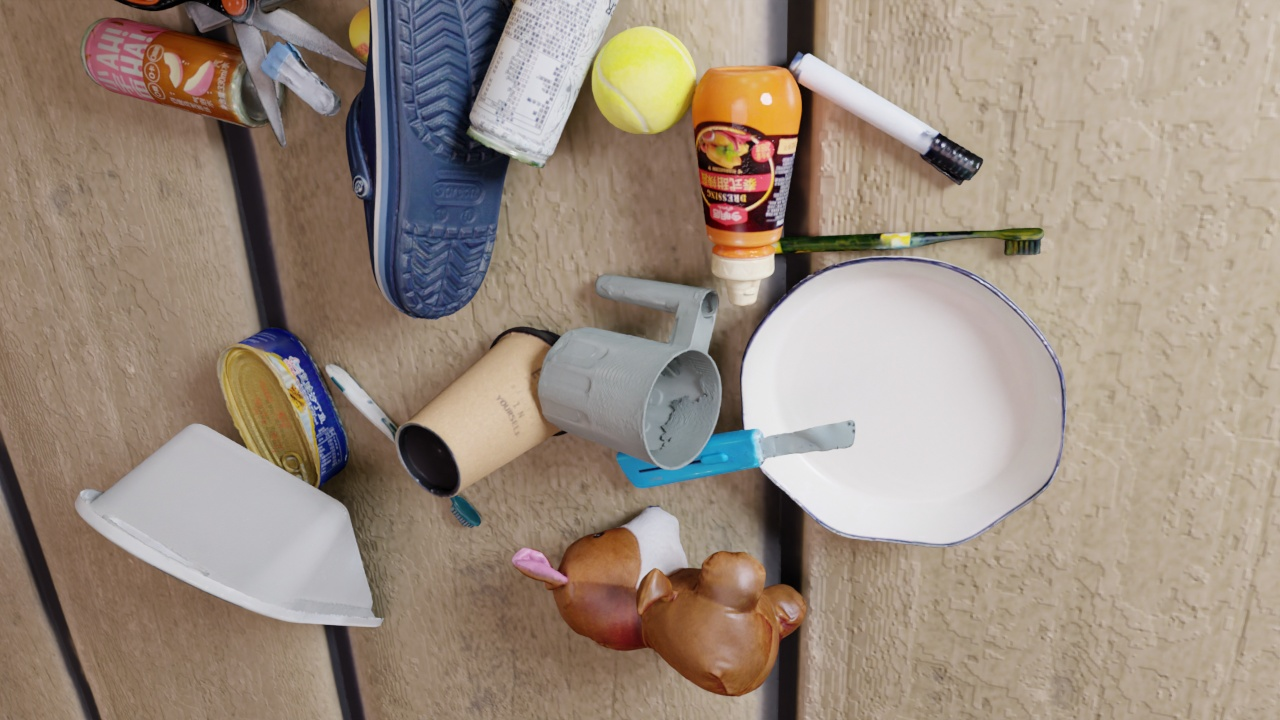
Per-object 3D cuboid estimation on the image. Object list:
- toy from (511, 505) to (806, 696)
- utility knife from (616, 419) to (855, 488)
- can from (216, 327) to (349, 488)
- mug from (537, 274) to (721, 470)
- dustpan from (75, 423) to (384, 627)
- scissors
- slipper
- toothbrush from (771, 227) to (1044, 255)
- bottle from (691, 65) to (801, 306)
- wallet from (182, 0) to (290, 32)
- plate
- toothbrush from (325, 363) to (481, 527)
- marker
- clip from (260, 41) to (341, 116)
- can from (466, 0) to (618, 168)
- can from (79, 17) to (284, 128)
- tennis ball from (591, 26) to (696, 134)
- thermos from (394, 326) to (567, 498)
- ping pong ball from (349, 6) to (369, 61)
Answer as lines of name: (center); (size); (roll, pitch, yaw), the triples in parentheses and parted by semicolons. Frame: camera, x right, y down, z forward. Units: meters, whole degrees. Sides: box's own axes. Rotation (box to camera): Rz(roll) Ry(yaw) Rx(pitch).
toy: (0.013, 0.173, 0.695); (0.200, 0.130, 0.140); (-1, 150, 34)
utility knife: (0.061, 0.064, 0.639); (0.224, 0.018, 0.034); (-17, 97, 48)
can: (-0.312, 0.046, 0.807); (0.075, 0.049, 0.148); (-12, 107, 26)
mug: (-0.004, 0.004, 0.640); (0.103, 0.083, 0.124); (14, 90, 39)
dustpan: (-0.354, 0.171, 0.782); (0.223, 0.142, 0.258); (27, 138, 9)
scissors: (-0.291, -0.265, 0.634); (0.232, 0.021, 0.221); (9, 108, 10)
slipper: (-0.147, -0.155, 0.632); (0.095, 0.104, 0.253); (24, 117, 37)
toothbrush: (0.157, -0.073, 0.589); (0.186, 0.012, 0.017); (1, 123, 22)
bottle: (0.065, -0.106, 0.578); (0.067, 0.066, 0.150); (7, 113, 19)
wallet: (-0.303, -0.313, 0.656); (0.107, 0.037, 0.130); (-13, 106, 15)
plate: (0.169, 0.026, 0.608); (0.205, 0.045, 0.205); (8, 114, 19)
toothbrush: (-0.207, 0.075, 0.798); (0.191, 0.016, 0.018); (47, 131, -3)
marker: (0.147, -0.147, 0.557); (0.131, 0.018, 0.023); (32, 129, 6)
clip: (-0.230, -0.189, 0.625); (0.058, 0.036, 0.026); (43, 104, -7)
can: (-0.057, -0.199, 0.574); (0.058, 0.058, 0.147); (28, 105, 9)
can: (-0.349, -0.221, 0.702); (0.147, 0.057, 0.058); (17, 117, 14)
tennis ball: (0.002, -0.175, 0.575); (0.065, 0.065, 0.065); (8, 115, 18)
thermos: (-0.107, 0.037, 0.675); (0.093, 0.142, 0.093); (18, 124, 27)
ping pong ball: (-0.183, -0.227, 0.642); (0.040, 0.040, 0.040); (8, 115, 18)
